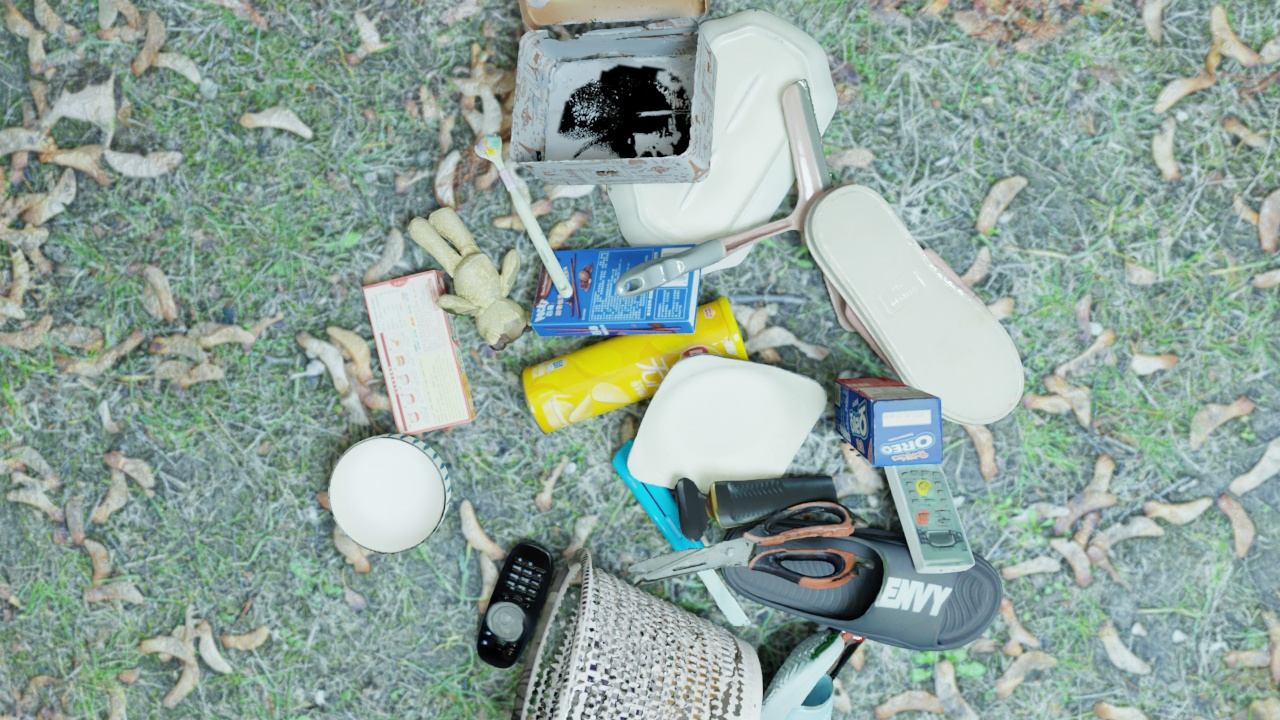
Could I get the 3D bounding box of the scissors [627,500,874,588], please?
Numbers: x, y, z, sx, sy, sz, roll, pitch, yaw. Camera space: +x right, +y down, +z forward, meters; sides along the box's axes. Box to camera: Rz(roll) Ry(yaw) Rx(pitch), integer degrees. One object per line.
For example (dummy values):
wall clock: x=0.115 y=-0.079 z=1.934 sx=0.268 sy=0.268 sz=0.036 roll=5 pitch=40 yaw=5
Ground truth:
scissors: x=0.102 y=0.182 z=0.827 sx=0.197 sy=0.205 sz=0.015 roll=28 pitch=141 yaw=30

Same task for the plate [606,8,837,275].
plate: x=0.078 y=-0.211 z=0.885 sx=0.162 sy=0.034 sz=0.266 roll=33 pitch=95 yaw=2

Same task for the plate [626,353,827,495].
plate: x=0.079 y=0.060 z=0.874 sx=0.163 sy=0.034 sz=0.165 roll=14 pitch=123 yaw=-18

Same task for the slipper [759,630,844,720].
slipper: x=0.133 y=0.370 z=0.872 sx=0.074 sy=0.104 sz=0.245 roll=29 pitch=101 yaw=20

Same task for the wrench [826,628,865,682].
wrench: x=0.205 y=0.287 z=0.919 sx=0.056 sy=0.016 sz=0.273 roll=37 pitch=95 yaw=6

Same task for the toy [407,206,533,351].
toy: x=-0.168 y=-0.081 z=0.902 sx=0.104 sy=0.066 sz=0.157 roll=-36 pitch=90 yaw=-39

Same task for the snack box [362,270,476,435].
snack box: x=-0.222 y=-0.007 z=0.925 sx=0.077 sy=0.027 sz=0.156 roll=-13 pitch=93 yaw=4

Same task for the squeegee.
squeegee: x=0.078 y=-0.104 z=0.840 sx=0.249 sy=0.040 sz=0.248 roll=-23 pitch=105 yaw=-24

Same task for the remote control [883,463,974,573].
remote control: x=0.267 y=0.132 z=0.861 sx=0.056 sy=0.019 sz=0.135 roll=2 pitch=58 yaw=-18

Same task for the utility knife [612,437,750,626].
utility knife: x=0.041 y=0.174 z=0.911 sx=0.034 sy=0.018 sz=0.216 roll=-36 pitch=84 yaw=7

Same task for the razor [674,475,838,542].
razor: x=0.114 y=0.137 z=0.889 sx=0.167 sy=0.068 sz=0.062 roll=-5 pitch=68 yaw=-12

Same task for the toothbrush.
toothbrush: x=-0.111 y=-0.140 z=0.886 sx=0.029 sy=0.020 sz=0.189 roll=-30 pitch=74 yaw=6

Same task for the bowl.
bowl: x=-0.243 y=0.127 z=0.914 sx=0.116 sy=0.066 sz=0.116 roll=0 pitch=97 yaw=3

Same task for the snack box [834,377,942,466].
snack box: x=0.211 y=0.049 z=0.806 sx=0.058 sy=0.207 sz=0.057 roll=-2 pitch=93 yaw=4

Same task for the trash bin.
trash bin: x=-0.002 y=0.310 z=0.851 sx=0.192 sy=0.227 sz=0.227 roll=19 pitch=95 yaw=-10

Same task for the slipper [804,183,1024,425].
slipper: x=0.256 y=-0.050 z=0.870 sx=0.114 sy=0.054 sz=0.274 roll=-43 pitch=96 yaw=-2

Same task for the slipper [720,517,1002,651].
slipper: x=0.204 y=0.215 z=0.870 sx=0.268 sy=0.083 sz=0.110 roll=10 pitch=92 yaw=11

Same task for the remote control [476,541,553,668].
remote control: x=-0.127 y=0.247 z=0.936 sx=0.053 sy=0.024 sz=0.136 roll=21 pitch=96 yaw=2

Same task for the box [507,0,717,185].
box: x=-0.026 y=-0.292 z=0.824 sx=0.179 sy=0.124 sz=0.274 roll=3 pitch=109 yaw=17

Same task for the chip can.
chip can: x=-0.005 y=0.005 z=0.889 sx=0.213 sy=0.072 sz=0.072 roll=-19 pitch=92 yaw=6

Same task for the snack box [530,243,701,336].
snack box: x=-0.022 y=-0.066 z=0.873 sx=0.157 sy=0.026 sz=0.084 roll=-1 pitch=63 yaw=16
